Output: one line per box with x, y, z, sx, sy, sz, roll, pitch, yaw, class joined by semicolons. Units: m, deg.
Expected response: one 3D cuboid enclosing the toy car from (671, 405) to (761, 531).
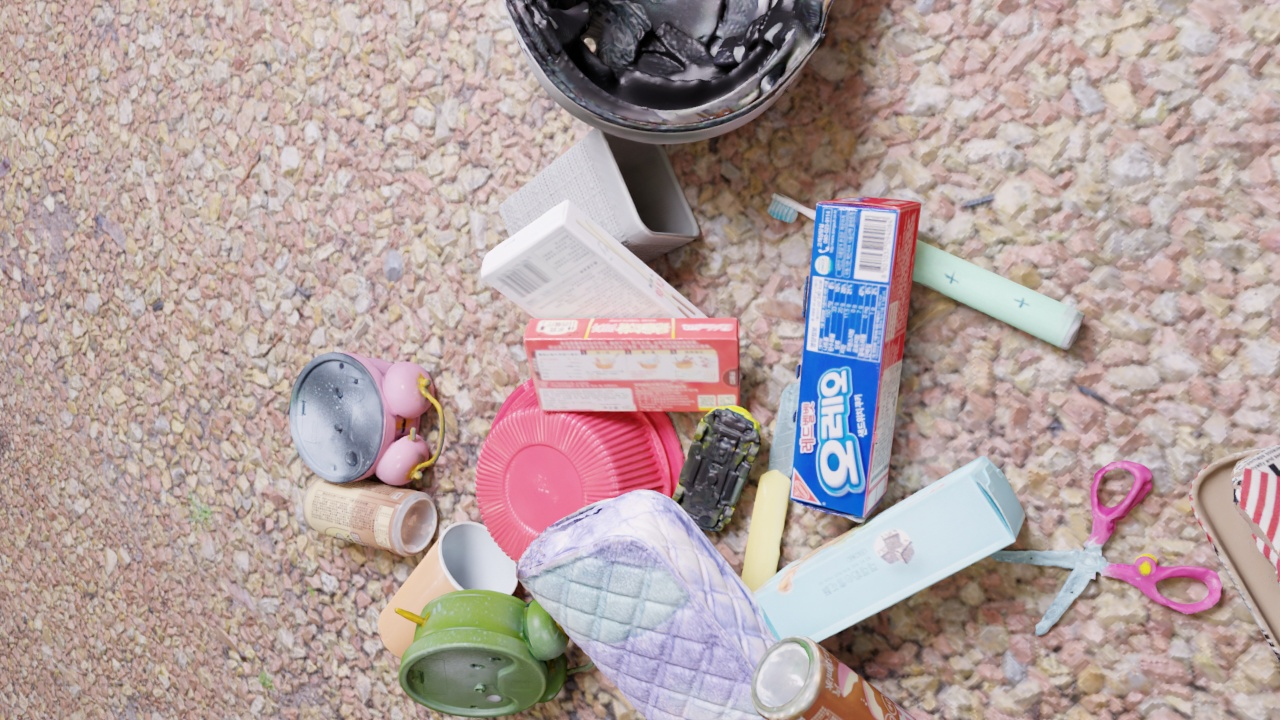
0.057;0.080;0.685;0.048;0.032;0.105;22;117;9;toy car

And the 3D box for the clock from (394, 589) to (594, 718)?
-0.114;0.236;0.739;0.161;0.056;0.116;4;133;-4;clock

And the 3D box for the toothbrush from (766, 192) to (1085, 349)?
0.184;-0.067;0.615;0.224;0.026;0.027;30;112;23;toothbrush

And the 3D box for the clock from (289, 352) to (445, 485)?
-0.241;0.053;0.828;0.159;0.059;0.117;9;96;28;clock

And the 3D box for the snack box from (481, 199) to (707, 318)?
-0.029;-0.043;0.663;0.085;0.156;0.026;-27;41;33;snack box

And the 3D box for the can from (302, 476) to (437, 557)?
-0.246;0.140;0.837;0.116;0.058;0.058;7;97;27;can

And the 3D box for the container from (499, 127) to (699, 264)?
-0.034;-0.108;0.695;0.115;0.090;0.090;-27;80;30;container

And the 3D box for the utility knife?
0.096;0.121;0.678;0.031;0.022;0.221;13;106;26;utility knife

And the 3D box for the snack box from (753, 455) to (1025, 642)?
0.165;0.130;0.611;0.175;0.074;0.051;-37;76;25;snack box

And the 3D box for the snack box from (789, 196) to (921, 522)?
0.141;-0.001;0.607;0.057;0.058;0.208;10;107;29;snack box

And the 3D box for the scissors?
0.289;0.120;0.581;0.134;0.017;0.130;-1;95;31;scissors

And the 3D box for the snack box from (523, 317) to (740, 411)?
-0.004;0.004;0.669;0.153;0.025;0.075;0;134;7;snack box

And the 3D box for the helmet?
0.016;-0.266;0.612;0.230;0.157;0.274;3;82;-4;helmet

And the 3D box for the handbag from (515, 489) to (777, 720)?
0.016;0.187;0.652;0.134;0.075;0.194;-29;105;34;handbag

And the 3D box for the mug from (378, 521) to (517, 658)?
-0.172;0.206;0.797;0.123;0.078;0.078;-46;73;28;mug

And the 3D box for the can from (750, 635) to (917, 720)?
0.139;0.239;0.599;0.058;0.057;0.147;-39;115;24;can

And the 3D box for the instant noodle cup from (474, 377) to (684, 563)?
-0.062;0.099;0.734;0.194;0.065;0.194;1;93;27;instant noodle cup

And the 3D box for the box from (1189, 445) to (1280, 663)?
0.377;0.127;0.520;0.075;0.083;0.163;-25;78;-14;box
